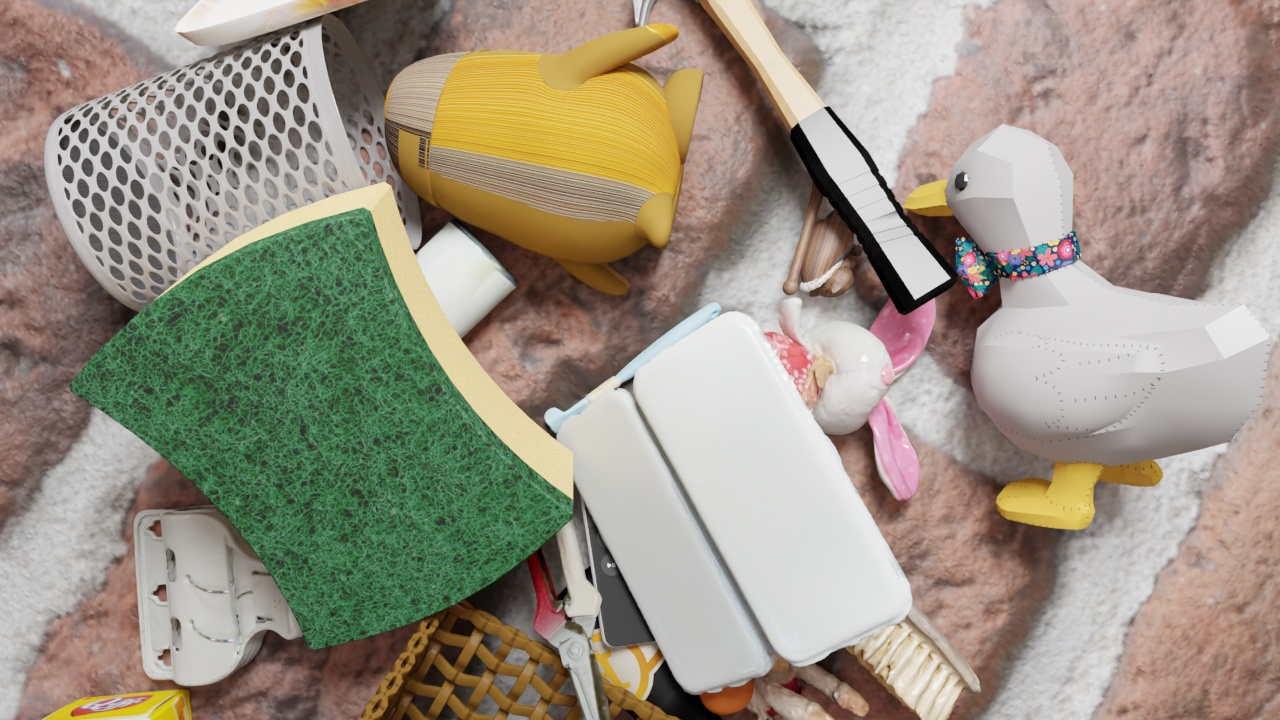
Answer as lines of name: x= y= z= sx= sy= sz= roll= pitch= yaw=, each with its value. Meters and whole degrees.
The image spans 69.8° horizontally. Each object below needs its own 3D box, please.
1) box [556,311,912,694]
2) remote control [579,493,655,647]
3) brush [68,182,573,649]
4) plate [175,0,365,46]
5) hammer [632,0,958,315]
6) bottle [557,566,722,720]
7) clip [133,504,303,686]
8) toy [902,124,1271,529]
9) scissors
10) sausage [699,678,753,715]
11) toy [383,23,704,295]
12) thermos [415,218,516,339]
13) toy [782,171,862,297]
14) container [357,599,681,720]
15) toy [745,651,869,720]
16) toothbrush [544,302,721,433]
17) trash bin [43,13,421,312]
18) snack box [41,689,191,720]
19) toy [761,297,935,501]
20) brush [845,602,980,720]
box: x=0.044 y=0.097 z=0.576 sx=0.193 sy=0.061 sz=0.209 roll=-31 pitch=81 yaw=27
remote control: x=-0.016 y=0.126 z=0.649 sx=0.045 sy=0.008 sz=0.146 roll=1 pitch=66 yaw=-28
brush: x=-0.179 y=0.040 z=0.562 sx=0.195 sy=0.075 sz=0.250 roll=-28 pitch=113 yaw=9
plate: x=-0.205 y=-0.253 z=0.609 sx=0.187 sy=0.186 sz=0.016 roll=-19 pitch=124 yaw=-1
hammer: x=0.109 y=-0.179 z=0.640 sx=0.131 sy=0.039 sz=0.328 roll=-31 pitch=79 yaw=1
bottle: x=0.012 y=0.230 z=0.657 sx=0.059 sy=0.059 sz=0.181 roll=-44 pitch=91 yaw=-1
clip: x=-0.295 y=0.166 z=0.654 sx=0.144 sy=0.074 sz=0.124 roll=-3 pitch=92 yaw=9
toy: x=0.286 y=-0.023 z=0.607 sx=0.140 sy=0.247 sz=0.268 roll=-22 pitch=109 yaw=-22
scissors: x=-0.055 y=0.168 z=0.616 sx=0.147 sy=0.015 sz=0.187 roll=-3 pitch=56 yaw=30
sausage: x=0.041 y=0.164 z=0.646 sx=0.039 sy=0.045 sz=0.164 roll=-11 pitch=72 yaw=-18
toy: x=-0.070 y=-0.147 z=0.625 sx=0.203 sy=0.162 sz=0.199 roll=12 pitch=129 yaw=1
thermos: x=-0.191 y=0.000 z=0.650 sx=0.230 sy=0.068 sz=0.068 roll=-43 pitch=91 yaw=-1
toy: x=0.137 y=-0.090 z=0.669 sx=0.054 sy=0.042 sz=0.101 roll=19 pitch=83 yaw=-15
container: x=-0.088 y=0.333 z=0.550 sx=0.251 sy=0.219 sz=0.214 roll=29 pitch=106 yaw=-1
toy: x=0.107 y=0.222 z=0.662 sx=0.074 sy=0.085 sz=0.106 roll=-42 pitch=65 yaw=33
toothbrush: x=-0.004 y=0.004 z=0.680 sx=0.155 sy=0.016 sz=0.022 roll=-35 pitch=121 yaw=-2
trash bin: x=-0.261 y=-0.122 z=0.607 sx=0.183 sy=0.156 sz=0.156 roll=-17 pitch=90 yaw=1
snack box: x=-0.368 y=0.294 z=0.647 sx=0.083 sy=0.061 sz=0.105 roll=-4 pitch=90 yaw=-1
toy: x=0.127 y=0.010 z=0.644 sx=0.194 sy=0.084 sz=0.159 roll=11 pitch=84 yaw=-25
brush: x=0.130 y=0.148 z=0.648 sx=0.056 sy=0.083 sz=0.271 roll=-44 pitch=91 yaw=-2
